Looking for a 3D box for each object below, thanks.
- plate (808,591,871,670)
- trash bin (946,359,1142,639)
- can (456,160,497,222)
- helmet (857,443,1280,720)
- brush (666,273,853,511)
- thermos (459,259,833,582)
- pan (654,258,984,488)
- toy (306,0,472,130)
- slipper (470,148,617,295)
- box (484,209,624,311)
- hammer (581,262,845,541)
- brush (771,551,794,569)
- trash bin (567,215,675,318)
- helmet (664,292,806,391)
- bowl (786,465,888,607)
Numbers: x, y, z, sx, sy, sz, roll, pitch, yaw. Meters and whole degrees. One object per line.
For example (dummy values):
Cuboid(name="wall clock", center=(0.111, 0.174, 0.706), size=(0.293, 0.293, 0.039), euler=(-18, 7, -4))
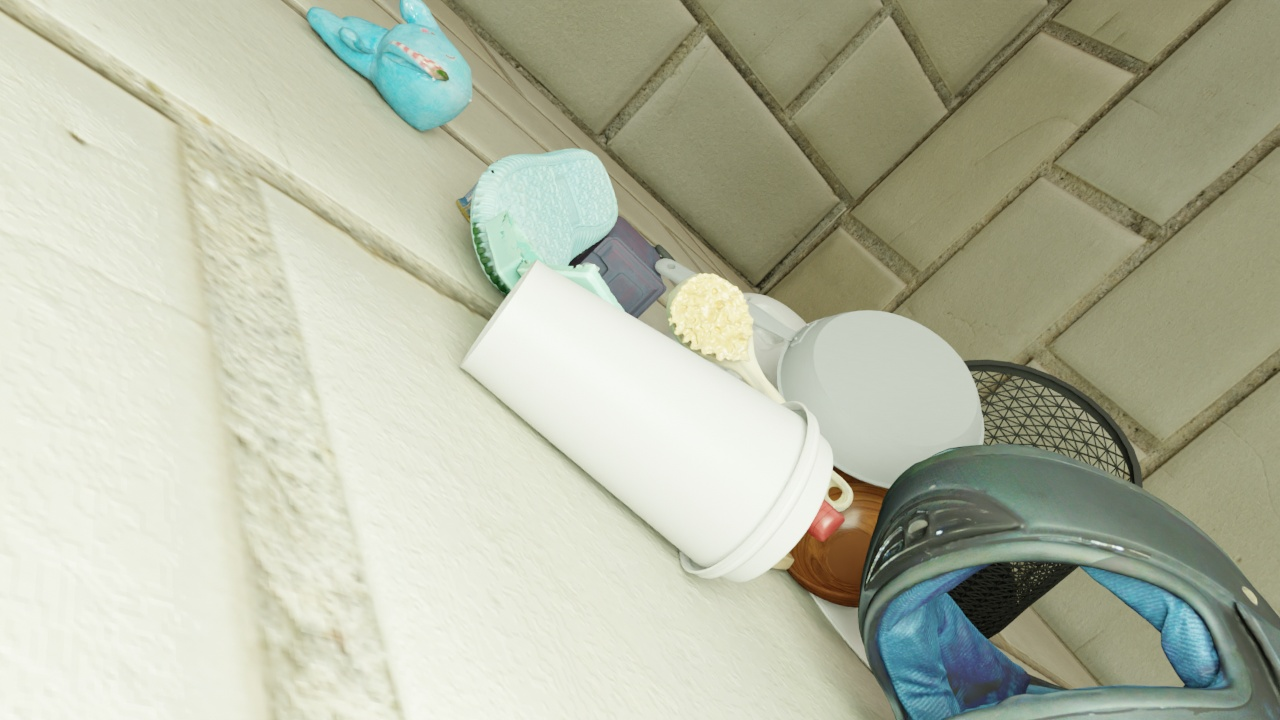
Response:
Cuboid(name="plate", center=(0.226, 0.242, 0.878), size=(0.229, 0.030, 0.229), euler=(44, 11, -11))
Cuboid(name="trash bin", center=(0.341, 0.161, 0.935), size=(0.217, 0.216, 0.244), euler=(54, -27, 35))
Cuboid(name="can", center=(-0.123, -0.144, 0.897), size=(0.099, 0.059, 0.054), euler=(31, 18, -50))
Cuboid(name="helmet", center=(0.260, 0.225, 0.526), size=(0.316, 0.250, 0.235), euler=(43, 41, -15))
Cuboid(name="brush", center=(0.104, 0.035, 0.729), size=(0.272, 0.062, 0.077), euler=(52, 13, -30))
Cuboid(name="thermos", center=(0.002, 0.034, 0.583), size=(0.222, 0.132, 0.131), euler=(36, 13, -11))
Cuboid(name="pan", center=(0.163, -0.015, 0.865), size=(0.356, 0.051, 0.200), euler=(35, 51, 15))
Cuboid(name="toy", center=(-0.254, -0.324, 0.962), size=(0.180, 0.115, 0.183), euler=(33, 3, -6))
Cuboid(name="slipper", center=(-0.093, -0.127, 0.817), size=(0.275, 0.070, 0.116), euler=(-48, 123, -63))
Cuboid(name="box", center=(-0.038, -0.019, 0.682), size=(0.138, 0.057, 0.187), euler=(42, -8, 47))
Cuboid(name="hammer", center=(0.040, 0.029, 0.738), size=(0.316, 0.036, 0.126), euler=(43, -11, 31))
Cuboid(name="brush", center=(0.089, 0.133, 0.738), size=(0.117, 0.039, 0.049), euler=(29, 21, -49))
Cuboid(name="trash bin", center=(-0.025, -0.092, 0.988), size=(0.092, 0.094, 0.160), euler=(43, 14, -13))
Cuboid(name="helmet", center=(0.149, 0.030, 1.186), size=(0.224, 0.183, 0.282), euler=(57, -5, 30))
Cuboid(name="bowl", center=(0.192, 0.163, 0.814), size=(0.147, 0.147, 0.069), euler=(-122, -167, -46))
